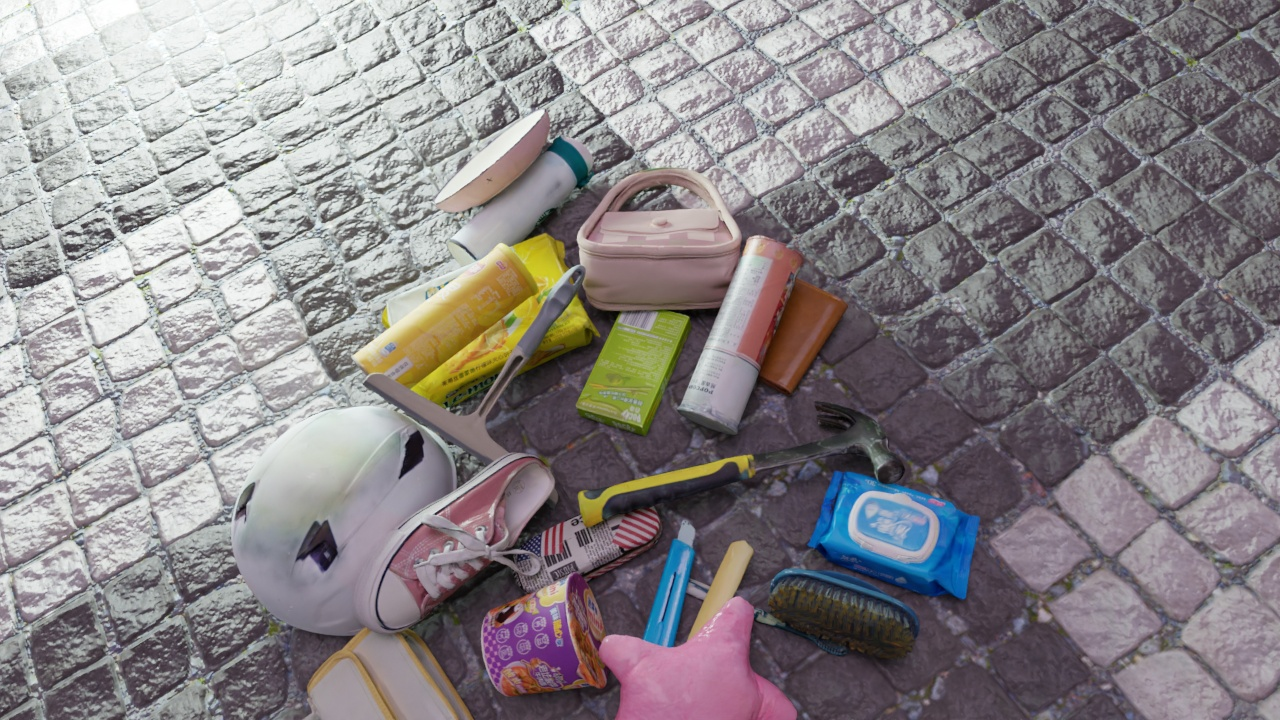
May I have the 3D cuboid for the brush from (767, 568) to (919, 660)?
[{"bbox_3d":[0.197,0.237,0.887,0.144,0.055,0.073,15,25,14],"label":"brush"}]

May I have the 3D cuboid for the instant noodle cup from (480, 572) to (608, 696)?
[{"bbox_3d":[-0.094,0.272,0.891,0.099,0.111,0.111,-16,58,8],"label":"instant noodle cup"}]

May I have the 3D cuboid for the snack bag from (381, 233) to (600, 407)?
[{"bbox_3d":[-0.180,-0.042,1.107,0.246,0.068,0.158,-24,60,-5],"label":"snack bag"}]

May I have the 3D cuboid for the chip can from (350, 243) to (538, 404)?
[{"bbox_3d":[-0.217,-0.042,1.033,0.213,0.072,0.072,-40,62,-12],"label":"chip can"}]

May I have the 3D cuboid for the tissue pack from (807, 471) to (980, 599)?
[{"bbox_3d":[0.256,0.173,0.920,0.157,0.052,0.094,17,64,18],"label":"tissue pack"}]

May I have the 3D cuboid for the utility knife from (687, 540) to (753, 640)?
[{"bbox_3d":[0.075,0.250,0.912,0.031,0.018,0.151,22,82,19],"label":"utility knife"}]

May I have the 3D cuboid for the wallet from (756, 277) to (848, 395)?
[{"bbox_3d":[0.157,-0.039,1.069,0.119,0.035,0.130,28,74,27],"label":"wallet"}]

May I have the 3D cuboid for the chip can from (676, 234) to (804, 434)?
[{"bbox_3d":[0.112,-0.029,1.020,0.071,0.071,0.214,19,80,19],"label":"chip can"}]

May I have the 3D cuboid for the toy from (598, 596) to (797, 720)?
[{"bbox_3d":[0.044,0.326,0.846,0.194,0.075,0.178,-16,76,-13],"label":"toy"}]

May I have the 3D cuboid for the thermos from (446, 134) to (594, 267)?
[{"bbox_3d":[-0.150,-0.203,1.199,0.073,0.073,0.223,34,70,25],"label":"thermos"}]

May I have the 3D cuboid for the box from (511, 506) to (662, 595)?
[{"bbox_3d":[-0.054,0.197,0.966,0.164,0.064,0.074,-23,32,-5],"label":"box"}]

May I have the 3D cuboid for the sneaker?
[{"bbox_3d":[-0.174,0.182,0.913,0.240,0.118,0.088,-39,26,-25],"label":"sneaker"}]

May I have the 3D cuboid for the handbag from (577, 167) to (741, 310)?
[{"bbox_3d":[0.028,-0.165,1.137,0.193,0.093,0.233,1,44,4],"label":"handbag"}]

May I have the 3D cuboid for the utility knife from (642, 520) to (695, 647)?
[{"bbox_3d":[0.029,0.241,0.926,0.034,0.018,0.165,7,66,24],"label":"utility knife"}]

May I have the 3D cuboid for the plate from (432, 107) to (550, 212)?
[{"bbox_3d":[-0.188,-0.255,1.203,0.193,0.039,0.192,-34,23,16],"label":"plate"}]

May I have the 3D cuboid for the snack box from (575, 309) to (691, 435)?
[{"bbox_3d":[-0.006,0.006,1.075,0.086,0.026,0.156,15,63,17],"label":"snack box"}]

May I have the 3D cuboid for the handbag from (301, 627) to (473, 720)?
[{"bbox_3d":[-0.269,0.363,0.891,0.178,0.063,0.163,-39,60,-10],"label":"handbag"}]

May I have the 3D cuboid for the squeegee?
[{"bbox_3d":[-0.134,-0.005,1.025,0.246,0.039,0.246,35,78,-12],"label":"squeegee"}]

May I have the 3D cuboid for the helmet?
[{"bbox_3d":[-0.322,0.147,0.973,0.229,0.146,0.258,23,65,20],"label":"helmet"}]

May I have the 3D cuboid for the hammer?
[{"bbox_3d":[0.095,0.113,0.950,0.323,0.032,0.126,-14,31,-1],"label":"hammer"}]

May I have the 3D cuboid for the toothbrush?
[{"bbox_3d":[0.114,0.252,0.917,0.192,0.018,0.016,19,64,19],"label":"toothbrush"}]
